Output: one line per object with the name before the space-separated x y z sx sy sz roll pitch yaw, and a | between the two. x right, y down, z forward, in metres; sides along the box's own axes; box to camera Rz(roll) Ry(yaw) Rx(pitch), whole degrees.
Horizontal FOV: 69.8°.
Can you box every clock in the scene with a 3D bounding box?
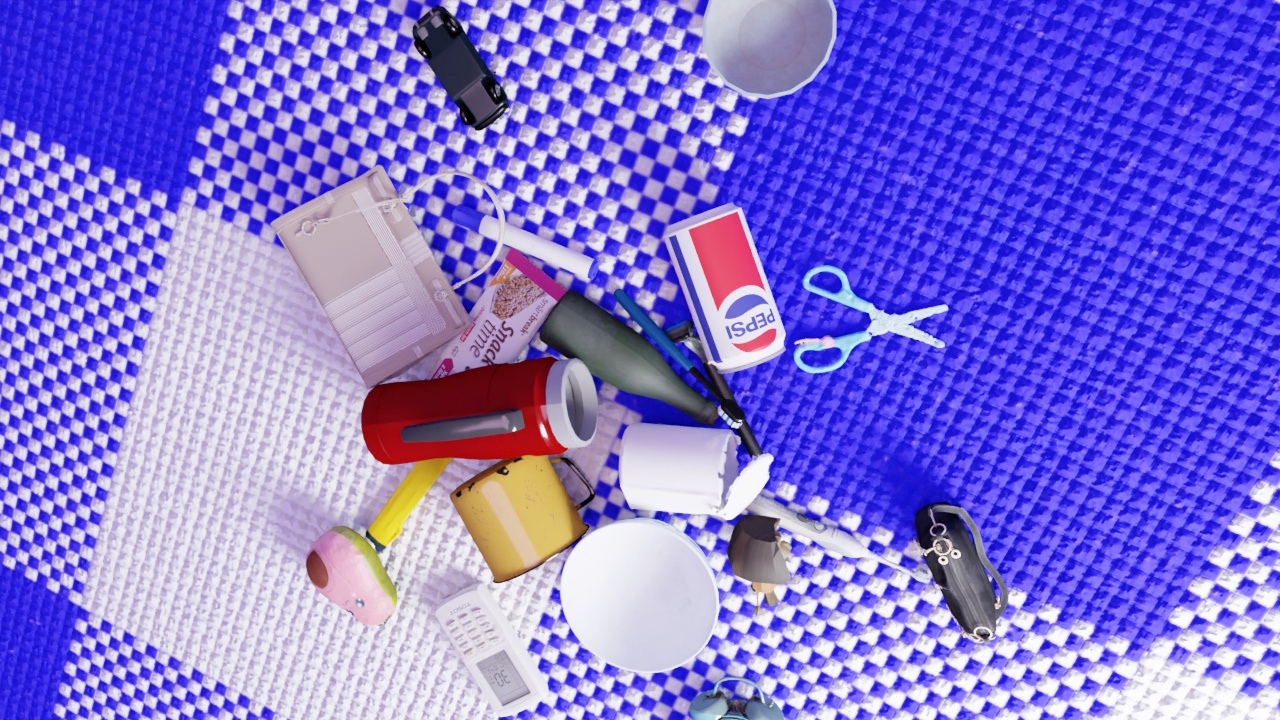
clock | 0.091 0.354 0.871 0.090 0.053 0.124 4 103 11

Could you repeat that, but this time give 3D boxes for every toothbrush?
toothbrush | 0.171 0.160 0.827 0.185 0.022 0.024 24 124 9
toothbrush | 0.032 -0.004 0.809 0.167 0.014 0.014 46 142 18

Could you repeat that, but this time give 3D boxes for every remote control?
remote control | -0.150 0.293 0.929 0.060 0.025 0.138 -30 93 17

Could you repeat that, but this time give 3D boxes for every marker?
marker | -0.105 -0.109 0.838 0.141 0.020 0.020 23 106 8

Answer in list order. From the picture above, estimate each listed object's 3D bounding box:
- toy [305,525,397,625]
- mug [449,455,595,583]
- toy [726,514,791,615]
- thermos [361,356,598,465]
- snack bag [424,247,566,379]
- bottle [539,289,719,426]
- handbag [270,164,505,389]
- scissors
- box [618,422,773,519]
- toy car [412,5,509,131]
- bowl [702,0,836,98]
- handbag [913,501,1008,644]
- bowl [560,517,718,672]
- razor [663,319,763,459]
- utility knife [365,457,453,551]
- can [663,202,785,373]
toy | -0.289 0.221 0.932 0.110 0.051 0.090 47 122 -6
mug | -0.105 0.133 0.855 0.123 0.101 0.094 -30 92 -24
toy | 0.110 0.188 0.830 0.062 0.076 0.100 -19 120 -22
thermos | -0.147 0.049 0.805 0.199 0.107 0.084 -7 96 20
snack bag | -0.149 -0.007 0.865 0.070 0.016 0.197 39 104 8
bottle | -0.005 0.005 0.821 0.174 0.055 0.055 33 107 3
handbag | -0.209 -0.097 0.841 0.198 0.062 0.175 -28 94 18
scissors | 0.193 -0.045 0.788 0.141 0.015 0.111 -17 98 10
box | 0.050 0.101 0.807 0.143 0.089 0.080 1 138 17
toy car | -0.159 -0.258 0.812 0.046 0.034 0.112 -33 91 17
bowl | 0.105 -0.266 0.745 0.106 0.039 0.106 3 102 13
handbag | 0.272 0.178 0.777 0.054 0.079 0.128 -24 95 16
bowl | 0.006 0.204 0.848 0.144 0.074 0.144 3 102 13
razor | 0.072 0.026 0.826 0.144 0.022 0.043 58 149 -7
utility knife | -0.206 0.106 0.907 0.030 0.019 0.224 39 109 -2
can | 0.072 -0.061 0.779 0.070 0.070 0.132 -19 97 16
